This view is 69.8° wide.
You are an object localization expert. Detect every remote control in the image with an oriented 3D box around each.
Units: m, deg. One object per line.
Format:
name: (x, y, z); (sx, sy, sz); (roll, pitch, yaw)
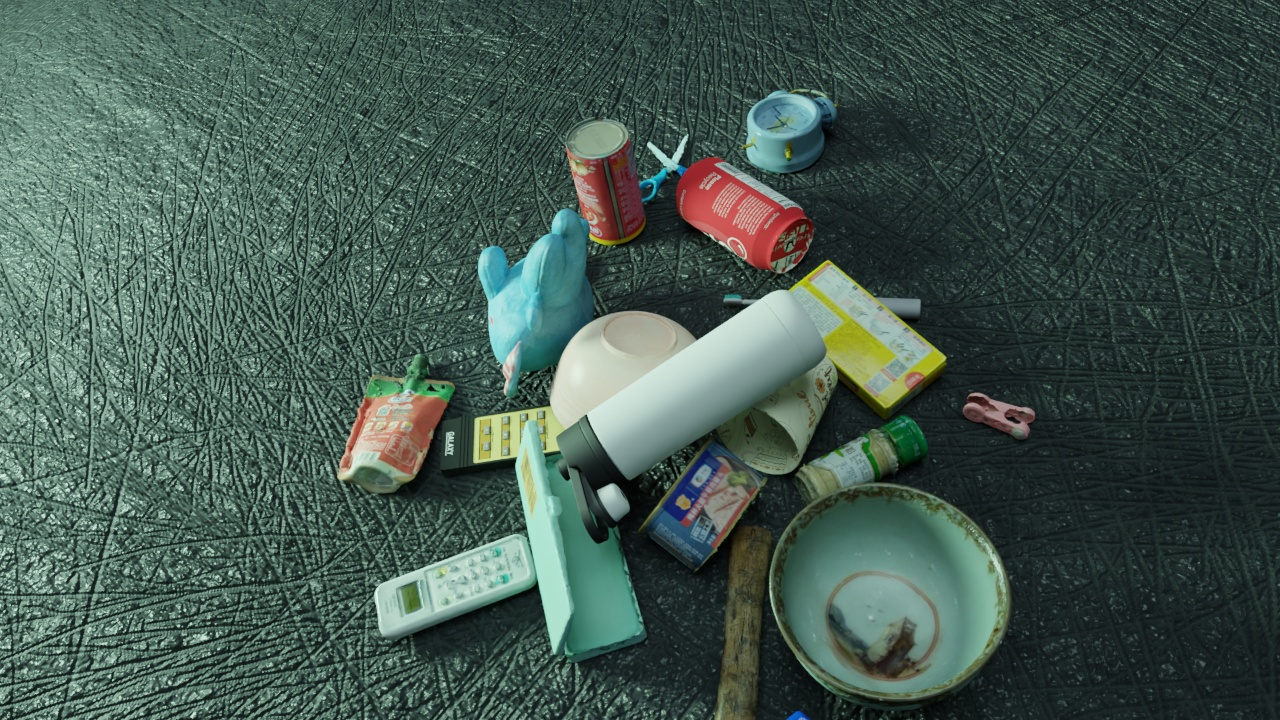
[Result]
remote control: (-0.152, 0.188, 0.759); (0.133, 0.022, 0.050); (-20, 51, -5)
remote control: (-0.119, 0.071, 0.852); (0.133, 0.013, 0.058); (-10, 51, 3)

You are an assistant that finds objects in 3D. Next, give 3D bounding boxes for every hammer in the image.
hammer: (0.058, 0.267, 0.652); (0.120, 0.033, 0.329); (1, 51, 13)

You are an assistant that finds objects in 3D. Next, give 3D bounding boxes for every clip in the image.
clip: (0.306, 0.051, 0.784); (0.060, 0.023, 0.043); (4, 51, 7)

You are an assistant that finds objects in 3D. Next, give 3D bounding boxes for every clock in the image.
clock: (0.170, -0.268, 1.044); (0.089, 0.052, 0.124); (21, 59, 27)

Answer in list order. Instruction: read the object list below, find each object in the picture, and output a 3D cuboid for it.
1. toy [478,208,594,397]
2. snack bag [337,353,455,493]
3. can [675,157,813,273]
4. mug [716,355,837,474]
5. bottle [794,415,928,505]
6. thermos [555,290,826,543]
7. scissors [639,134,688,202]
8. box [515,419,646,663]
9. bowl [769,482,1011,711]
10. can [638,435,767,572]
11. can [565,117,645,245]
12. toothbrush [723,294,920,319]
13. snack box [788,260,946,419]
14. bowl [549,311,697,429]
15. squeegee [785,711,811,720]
toy: (-0.098, -0.066, 0.851); (0.115, 0.181, 0.182); (20, 55, 6)
snack bag: (-0.231, 0.052, 0.876); (0.087, 0.044, 0.154); (3, 48, 7)
can: (0.104, -0.151, 0.947); (0.074, 0.074, 0.142); (-38, 55, -19)
mug: (0.107, 0.025, 0.800); (0.122, 0.081, 0.097); (36, 56, 9)
bottle: (0.184, 0.086, 0.766); (0.110, 0.043, 0.042); (-25, 52, -8)
thermos: (0.042, 0.042, 0.721); (0.230, 0.068, 0.101); (-33, 55, 2)
scissors: (0.045, -0.221, 1.057); (0.117, 0.014, 0.129); (7, 49, 20)
box: (-0.059, 0.136, 0.740); (0.077, 0.092, 0.188); (-17, 50, -1)
bowl: (0.174, 0.180, 0.657); (0.160, 0.094, 0.159); (-6, 51, 7)
can: (0.051, 0.117, 0.748); (0.059, 0.054, 0.099); (38, 63, 7)
can: (-0.035, -0.187, 0.970); (0.067, 0.124, 0.066); (-5, 51, 6)
toothbrush: (0.174, -0.054, 0.893); (0.188, 0.018, 0.019); (3, 59, 13)
snack box: (0.198, -0.021, 0.843); (0.075, 0.025, 0.152); (-38, 61, -10)
bowl: (-0.005, 0.005, 0.818); (0.153, 0.076, 0.152); (3, 38, -2)
squeegee: (0.048, 0.297, 0.574); (0.249, 0.055, 0.184); (39, 69, 22)
